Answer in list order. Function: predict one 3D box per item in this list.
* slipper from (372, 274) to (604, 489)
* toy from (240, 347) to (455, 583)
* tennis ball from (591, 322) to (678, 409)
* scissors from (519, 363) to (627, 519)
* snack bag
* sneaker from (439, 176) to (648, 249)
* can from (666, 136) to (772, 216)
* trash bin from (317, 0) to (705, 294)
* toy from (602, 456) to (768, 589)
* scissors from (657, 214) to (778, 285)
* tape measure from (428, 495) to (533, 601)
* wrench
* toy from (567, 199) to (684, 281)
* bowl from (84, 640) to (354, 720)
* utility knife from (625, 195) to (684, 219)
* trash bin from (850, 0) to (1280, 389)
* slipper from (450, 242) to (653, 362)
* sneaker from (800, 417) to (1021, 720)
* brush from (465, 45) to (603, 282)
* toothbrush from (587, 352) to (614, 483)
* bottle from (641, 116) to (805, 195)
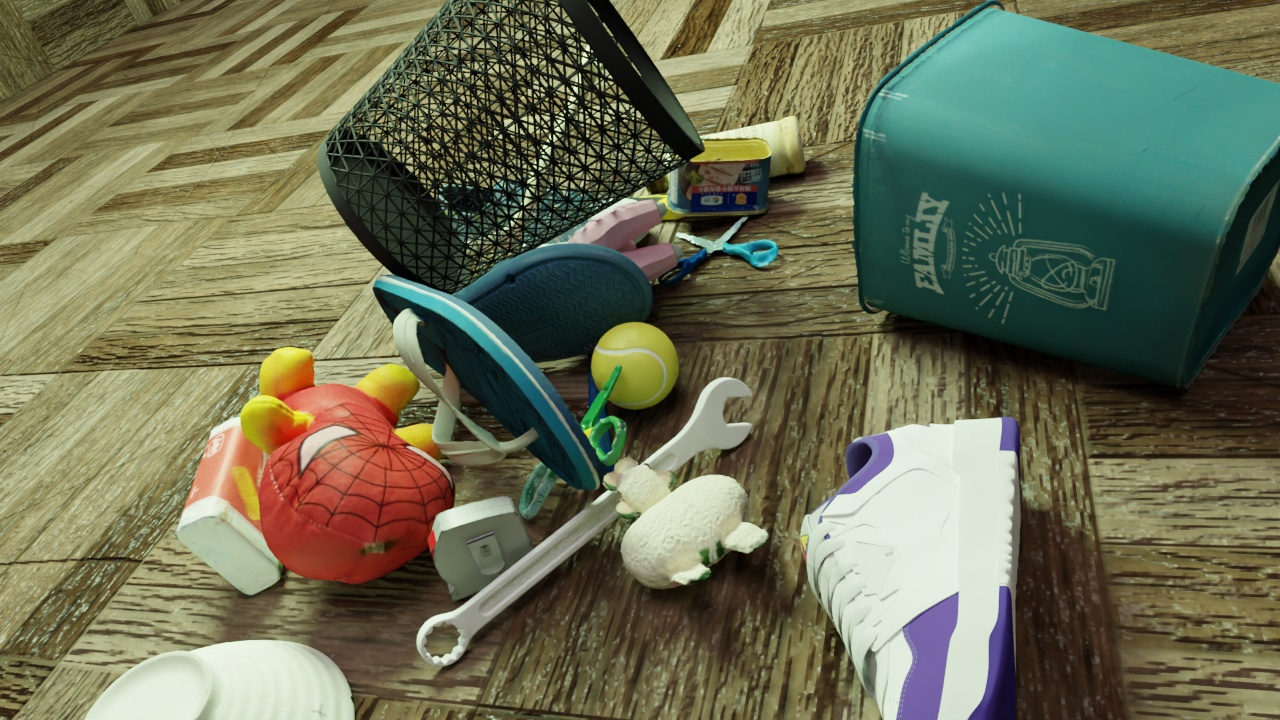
[{"bbox_3d":[-0.130,0.010,0.623,0.060,0.118,0.295,-34,35,-22],"label":"slipper"},{"bbox_3d":[-0.206,0.073,0.649,0.147,0.099,0.216,5,28,-27],"label":"toy"},{"bbox_3d":[-0.004,0.004,0.685,0.065,0.065,0.065,-12,36,8],"label":"tennis ball"},{"bbox_3d":[-0.046,0.057,0.633,0.131,0.011,0.125,-54,24,-4],"label":"scissors"},{"bbox_3d":[-0.287,0.102,0.665,0.036,0.077,0.115,-27,35,8],"label":"snack bag"},{"bbox_3d":[-0.107,-0.144,0.915,0.236,0.079,0.087,1,39,24],"label":"sneaker"},{"bbox_3d":[0.075,-0.176,0.878,0.100,0.059,0.053,-3,36,-2],"label":"can"},{"bbox_3d":[-0.110,-0.184,0.737,0.244,0.217,0.216,-34,33,15],"label":"trash bin"},{"bbox_3d":[0.025,0.100,0.558,0.087,0.050,0.112,-37,35,-22],"label":"toy"},{"bbox_3d":[0.064,-0.100,0.840,0.133,0.014,0.127,-33,36,-19],"label":"scissors"},{"bbox_3d":[-0.100,0.118,0.579,0.060,0.062,0.020,-20,35,-9],"label":"tape measure"},{"bbox_3d":[-0.027,0.099,0.590,0.272,0.047,0.009,-36,21,-21],"label":"wrench"},{"bbox_3d":[-0.043,-0.085,0.795,0.157,0.067,0.123,-21,5,6],"label":"toy"},{"bbox_3d":[-0.257,0.214,0.511,0.177,0.071,0.177,-12,37,9],"label":"bowl"},{"bbox_3d":[-0.043,-0.158,0.961,0.203,0.020,0.028,2,38,28],"label":"utility knife"},{"bbox_3d":[0.290,-0.107,0.613,0.219,0.197,0.198,28,56,38],"label":"trash bin"},{"bbox_3d":[-0.090,-0.046,0.736,0.214,0.104,0.059,-15,44,30],"label":"slipper"},{"bbox_3d":[0.129,0.116,0.462,0.111,0.092,0.243,0,35,24],"label":"sneaker"},{"bbox_3d":[-0.096,-0.174,0.857,0.077,0.062,0.272,30,93,16],"label":"brush"},{"bbox_3d":[-0.036,0.026,0.711,0.016,0.017,0.189,-20,35,6],"label":"toothbrush"},{"bbox_3d":[0.083,-0.203,0.931,0.162,0.056,0.056,-10,36,12],"label":"bottle"}]
